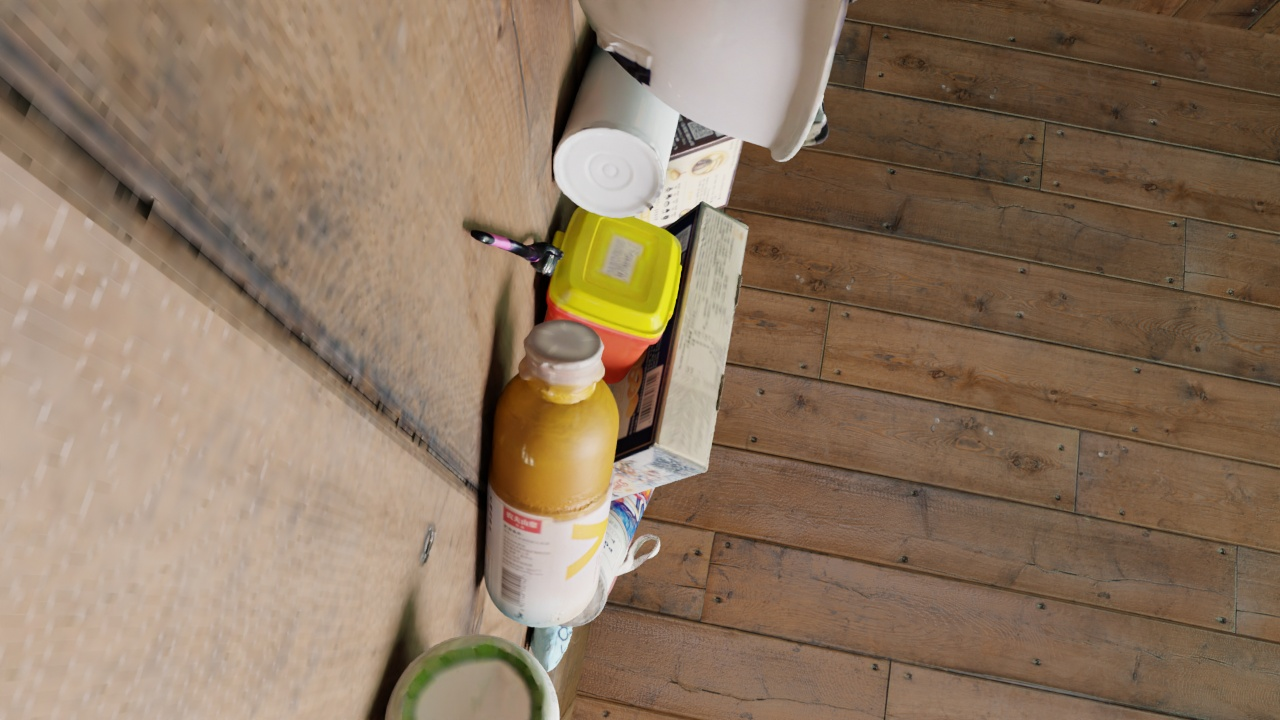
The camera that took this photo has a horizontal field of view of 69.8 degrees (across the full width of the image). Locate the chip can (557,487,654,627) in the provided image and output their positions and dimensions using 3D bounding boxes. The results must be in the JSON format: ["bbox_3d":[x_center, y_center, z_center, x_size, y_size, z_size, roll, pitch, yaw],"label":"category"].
[{"bbox_3d":[-0.037,0.138,0.792,0.214,0.071,0.071,-55,157,-68],"label":"chip can"}]

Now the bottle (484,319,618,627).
[{"bbox_3d":[-0.048,0.065,0.495,0.067,0.068,0.190,-76,176,-53],"label":"bottle"}]

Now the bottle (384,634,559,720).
[{"bbox_3d":[-0.079,0.195,0.427,0.197,0.068,0.068,104,-1,-50],"label":"bottle"}]

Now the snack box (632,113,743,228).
[{"bbox_3d":[0.010,-0.137,0.694,0.113,0.125,0.053,96,-26,-71],"label":"snack box"}]

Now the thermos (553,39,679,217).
[{"bbox_3d":[0.000,-0.184,0.574,0.070,0.070,0.219,98,3,-51],"label":"thermos"}]

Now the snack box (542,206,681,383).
[{"bbox_3d":[-0.024,-0.039,0.574,0.080,0.082,0.091,120,-13,-50],"label":"snack box"}]

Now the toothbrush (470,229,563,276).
[{"bbox_3d":[-0.057,-0.051,0.437,0.189,0.014,0.018,-51,163,-84],"label":"toothbrush"}]

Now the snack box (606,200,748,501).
[{"bbox_3d":[-0.004,0.004,0.653,0.183,0.045,0.177,-28,-136,56],"label":"snack box"}]

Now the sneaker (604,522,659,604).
[{"bbox_3d":[-0.041,0.207,1.023,0.087,0.118,0.242,-111,-149,-54],"label":"sneaker"}]

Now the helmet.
[{"bbox_3d":[0.040,-0.216,0.390,0.229,0.146,0.257,95,14,-57],"label":"helmet"}]

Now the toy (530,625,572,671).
[{"bbox_3d":[-0.074,0.216,0.872,0.161,0.050,0.156,140,-40,-78],"label":"toy"}]
